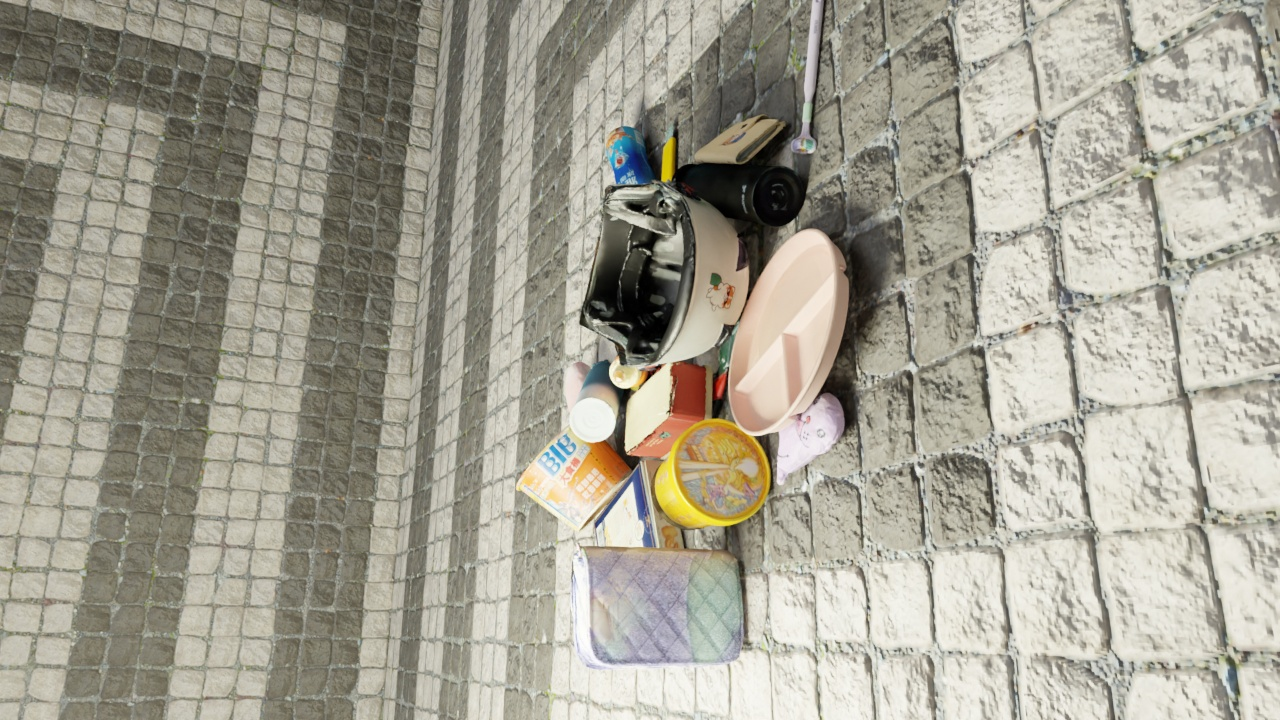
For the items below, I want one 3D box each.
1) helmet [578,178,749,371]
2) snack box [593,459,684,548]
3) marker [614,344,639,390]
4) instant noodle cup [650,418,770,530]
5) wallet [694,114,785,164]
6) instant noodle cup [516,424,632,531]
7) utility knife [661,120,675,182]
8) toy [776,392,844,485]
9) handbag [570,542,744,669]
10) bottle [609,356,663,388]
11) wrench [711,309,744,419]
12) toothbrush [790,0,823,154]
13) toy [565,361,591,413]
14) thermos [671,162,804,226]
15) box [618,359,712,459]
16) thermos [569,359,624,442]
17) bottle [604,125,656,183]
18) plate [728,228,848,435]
[{"bbox_3d":[0.046,-0.102,1.132,0.274,0.156,0.230,25,108,56],"label":"helmet"},{"bbox_3d":[-0.003,0.260,1.262,0.183,0.045,0.177,124,145,-44],"label":"snack box"},{"bbox_3d":[-0.023,0.006,1.426,0.018,0.015,0.124,-64,28,27],"label":"marker"},{"bbox_3d":[0.073,0.140,1.060,0.115,0.118,0.118,130,141,-62],"label":"instant noodle cup"},{"bbox_3d":[0.124,-0.274,1.135,0.087,0.024,0.115,-39,22,-9],"label":"wallet"},{"bbox_3d":[-0.091,0.170,1.347,0.111,0.151,0.152,42,135,8],"label":"instant noodle cup"},{"bbox_3d":[0.044,-0.273,1.369,0.033,0.015,0.180,-20,64,58],"label":"utility knife"},{"bbox_3d":[0.174,0.073,0.945,0.108,0.039,0.083,131,149,-52],"label":"toy"},{"bbox_3d":[0.017,0.277,1.033,0.076,0.193,0.134,140,133,-59],"label":"handbag"},{"bbox_3d":[-0.007,0.007,1.252,0.149,0.067,0.067,-33,-39,-71],"label":"bottle"},{"bbox_3d":[0.091,0.062,1.156,0.056,0.016,0.274,-123,47,-62],"label":"wrench"},{"bbox_3d":[0.195,-0.330,1.053,0.021,0.029,0.189,33,-117,-75],"label":"toothbrush"},{"bbox_3d":[-0.093,0.080,1.486,0.121,0.054,0.159,79,-172,-75],"label":"toy"},{"bbox_3d":[0.116,-0.201,1.145,0.242,0.068,0.090,31,141,66],"label":"thermos"},{"bbox_3d":[0.027,0.064,1.200,0.169,0.075,0.091,133,144,-59],"label":"box"},{"bbox_3d":[-0.058,0.055,1.342,0.220,0.070,0.070,-75,0,-76],"label":"thermos"},{"bbox_3d":[-0.008,-0.277,1.424,0.065,0.065,0.218,-59,33,41],"label":"bottle"},{"bbox_3d":[0.157,-0.028,0.983,0.230,0.028,0.229,-165,91,-74],"label":"plate"}]
